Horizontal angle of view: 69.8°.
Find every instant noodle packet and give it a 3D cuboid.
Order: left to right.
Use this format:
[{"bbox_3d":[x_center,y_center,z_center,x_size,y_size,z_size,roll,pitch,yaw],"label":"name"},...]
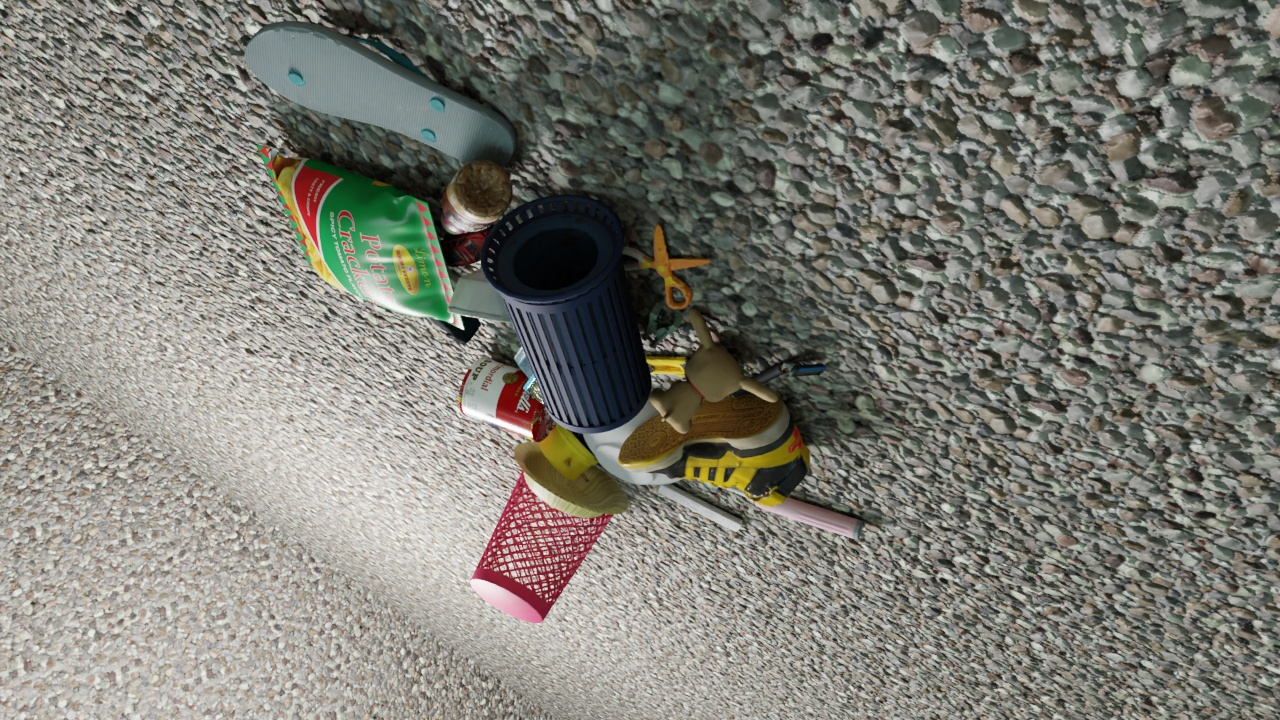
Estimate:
[{"bbox_3d":[-0.329,-0.144,1.088,0.253,0.090,0.196,21,143,21],"label":"instant noodle packet"}]

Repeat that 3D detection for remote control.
[{"bbox_3d":[0.088,0.214,1.347,0.131,0.012,0.033,26,152,6],"label":"remote control"}]

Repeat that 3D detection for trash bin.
[{"bbox_3d":[-0.066,-0.036,0.970,0.139,0.139,0.250,16,148,22],"label":"trash bin"}]

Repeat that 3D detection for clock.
[{"bbox_3d":[-0.106,0.118,1.311,0.083,0.057,0.118,45,-176,-47],"label":"clock"}]

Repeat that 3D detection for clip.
[{"bbox_3d":[0.027,-0.034,1.013,0.050,0.023,0.078,26,157,12],"label":"clip"}]

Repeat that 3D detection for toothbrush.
[{"bbox_3d":[0.185,0.191,1.220,0.223,0.027,0.027,16,145,24],"label":"toothbrush"}]

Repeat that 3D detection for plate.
[{"bbox_3d":[-0.107,0.183,1.329,0.184,0.036,0.184,27,-168,-7],"label":"plate"}]

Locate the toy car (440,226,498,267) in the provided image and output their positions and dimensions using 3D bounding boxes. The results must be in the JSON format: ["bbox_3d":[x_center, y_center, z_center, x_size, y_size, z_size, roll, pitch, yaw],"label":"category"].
[{"bbox_3d":[-0.196,-0.131,1.055,0.091,0.036,0.042,-10,131,40],"label":"toy car"}]

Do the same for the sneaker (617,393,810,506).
[{"bbox_3d":[0.094,0.118,1.110,0.239,0.085,0.122,-15,127,37],"label":"sneaker"}]

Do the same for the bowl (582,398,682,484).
[{"bbox_3d":[-0.009,0.117,1.232,0.177,0.066,0.177,21,149,14],"label":"bowl"}]

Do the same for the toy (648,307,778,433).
[{"bbox_3d":[0.065,0.027,0.999,0.134,0.108,0.105,47,-174,2],"label":"toy"}]

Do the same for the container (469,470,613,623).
[{"bbox_3d":[-0.156,0.280,1.440,0.183,0.225,0.183,21,149,14],"label":"container"}]

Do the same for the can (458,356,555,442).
[{"bbox_3d":[-0.178,0.053,1.259,0.116,0.086,0.087,19,148,17],"label":"can"}]

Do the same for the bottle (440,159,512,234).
[{"bbox_3d":[-0.179,-0.161,0.953,0.059,0.059,0.166,39,165,-15],"label":"bottle"}]

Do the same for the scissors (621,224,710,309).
[{"bbox_3d":[0.017,-0.098,0.945,0.128,0.011,0.125,18,148,19],"label":"scissors"}]

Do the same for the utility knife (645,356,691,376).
[{"bbox_3d":[-0.007,0.007,1.121,0.191,0.017,0.030,3,131,42],"label":"utility knife"}]

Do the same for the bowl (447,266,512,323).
[{"bbox_3d":[-0.160,-0.077,1.058,0.117,0.061,0.117,10,-176,-1],"label":"bowl"}]

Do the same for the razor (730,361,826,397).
[{"bbox_3d":[0.141,0.018,1.007,0.042,0.022,0.145,-2,169,-30],"label":"razor"}]

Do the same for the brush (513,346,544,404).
[{"bbox_3d":[-0.112,-0.004,1.156,0.075,0.055,0.136,50,149,3],"label":"brush"}]

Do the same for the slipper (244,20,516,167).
[{"bbox_3d":[-0.243,-0.268,0.887,0.268,0.054,0.098,20,148,-6],"label":"slipper"}]

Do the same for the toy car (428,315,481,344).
[{"bbox_3d":[-0.256,-0.069,1.185,0.112,0.046,0.034,43,153,-19],"label":"toy car"}]
